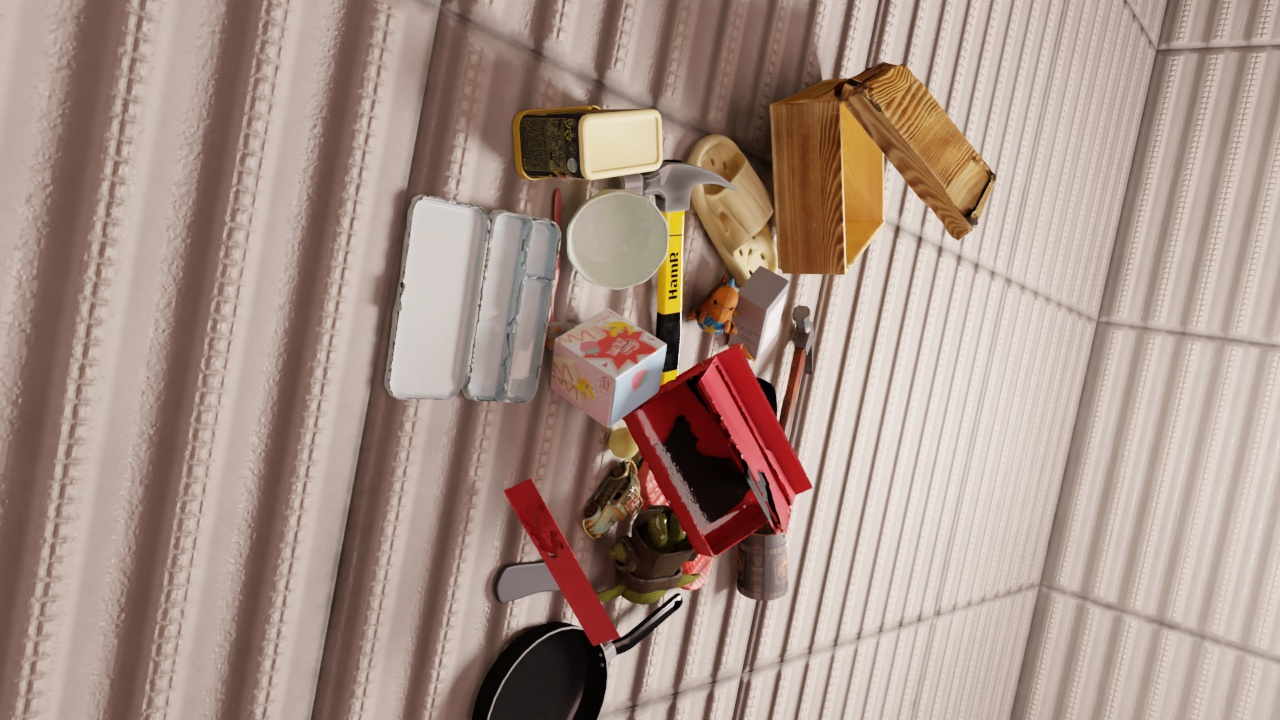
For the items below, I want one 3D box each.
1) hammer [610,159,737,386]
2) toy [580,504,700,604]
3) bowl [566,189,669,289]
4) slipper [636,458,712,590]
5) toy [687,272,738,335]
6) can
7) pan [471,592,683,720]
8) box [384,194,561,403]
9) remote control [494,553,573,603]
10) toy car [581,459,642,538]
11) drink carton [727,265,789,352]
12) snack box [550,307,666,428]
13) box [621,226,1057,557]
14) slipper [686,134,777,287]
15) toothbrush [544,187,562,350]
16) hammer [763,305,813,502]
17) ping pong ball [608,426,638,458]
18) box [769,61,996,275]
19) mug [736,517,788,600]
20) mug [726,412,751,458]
[{"bbox_3d":[0.041,-0.092,1.165,0.169,0.034,0.325,-12,115,-29],"label":"hammer"},{"bbox_3d":[0.017,0.252,1.187,0.179,0.078,0.153,-2,133,-31],"label":"toy"},{"bbox_3d":[-0.028,-0.146,1.051,0.117,0.061,0.118,-3,118,-6],"label":"bowl"},{"bbox_3d":[0.063,0.225,1.276,0.103,0.059,0.249,-43,128,-32],"label":"slipper"},{"bbox_3d":[0.110,-0.086,1.229,0.090,0.070,0.102,119,-10,-64],"label":"toy"},{"bbox_3d":[-0.054,-0.233,0.982,0.130,0.101,0.072,-20,115,-45],"label":"can"},{"bbox_3d":[-0.072,0.393,1.176,0.354,0.044,0.204,-29,121,-41],"label":"pan"},{"bbox_3d":[-0.172,-0.057,0.955,0.189,0.038,0.209,2,98,-41],"label":"box"},{"bbox_3d":[-0.127,0.261,1.104,0.124,0.009,0.046,2,99,-49],"label":"remote control"},{"bbox_3d":[-0.027,0.179,1.167,0.111,0.047,0.047,-54,138,-25],"label":"toy car"},{"bbox_3d":[0.164,-0.064,1.281,0.076,0.048,0.125,-49,159,-28],"label":"drink carton"},{"bbox_3d":[-0.037,0.007,1.056,0.092,0.095,0.080,-33,146,-39],"label":"snack box"},{"bbox_3d":[0.225,0.046,1.114,0.467,0.138,0.214,-28,94,0],"label":"box"},{"bbox_3d":[0.148,-0.194,1.246,0.111,0.079,0.261,-56,136,-28],"label":"slipper"},{"bbox_3d":[-0.095,-0.102,1.038,0.015,0.016,0.184,-9,106,-47],"label":"toothbrush"},{"bbox_3d":[0.222,0.072,1.377,0.111,0.028,0.299,65,36,-55],"label":"hammer"},{"bbox_3d":[-0.020,0.104,1.160,0.040,0.040,0.040,-16,112,-46],"label":"ping pong ball"},{"bbox_3d":[0.341,-0.285,1.257,0.278,0.264,0.270,-40,127,-55],"label":"box"},{"bbox_3d":[0.194,0.301,1.444,0.115,0.080,0.107,-48,138,-69],"label":"mug"},{"bbox_3d":[0.155,0.087,1.338,0.119,0.085,0.100,101,12,-53],"label":"mug"}]
